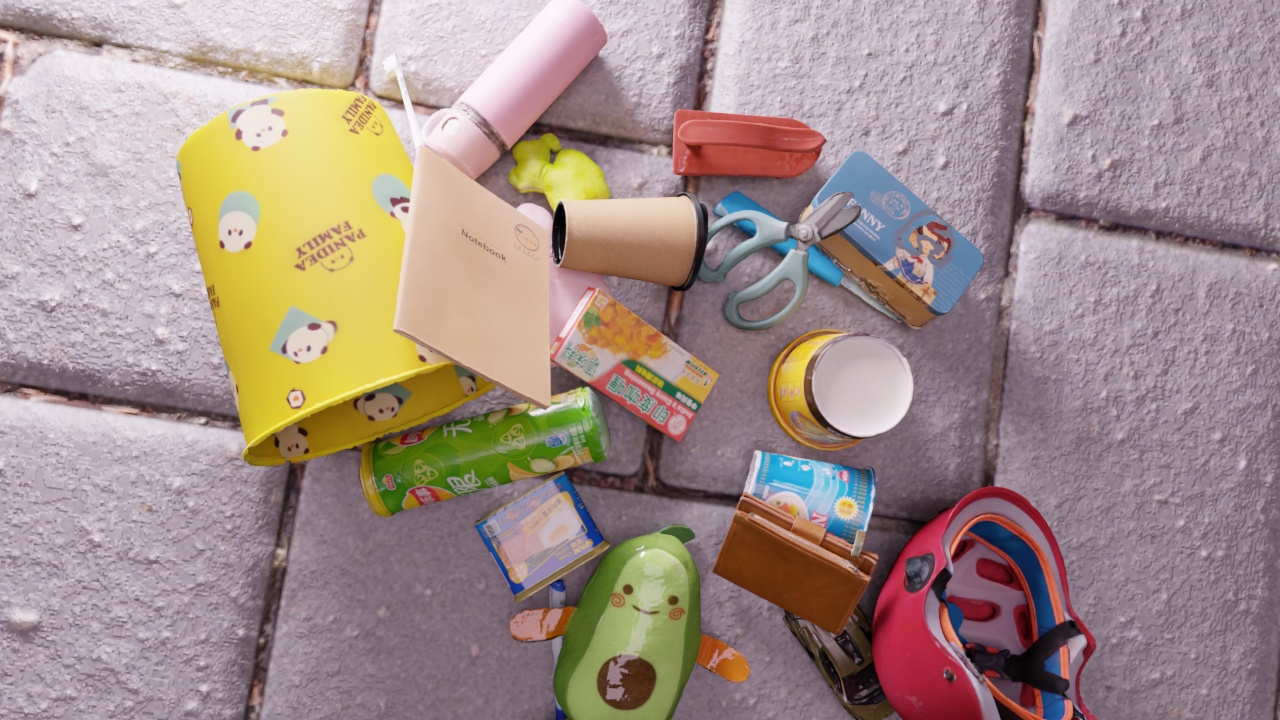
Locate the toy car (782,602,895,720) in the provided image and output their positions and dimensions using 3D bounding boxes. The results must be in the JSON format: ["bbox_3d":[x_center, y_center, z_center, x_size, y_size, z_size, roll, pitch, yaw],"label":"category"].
[{"bbox_3d":[0.198,0.276,0.879,0.070,0.042,0.158,-35,92,-6],"label":"toy car"}]

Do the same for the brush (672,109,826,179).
[{"bbox_3d":[0.105,-0.208,0.887,0.146,0.069,0.063,2,87,-5],"label":"brush"}]

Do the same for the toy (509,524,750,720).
[{"bbox_3d":[-0.010,0.269,0.837,0.227,0.090,0.246,15,89,-13],"label":"toy"}]

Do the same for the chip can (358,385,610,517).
[{"bbox_3d":[-0.138,0.082,0.833,0.221,0.072,0.072,-15,87,1],"label":"chip can"}]

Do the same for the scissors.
[{"bbox_3d":[0.141,-0.093,0.868,0.180,0.019,0.143,-21,94,25],"label":"scissors"}]

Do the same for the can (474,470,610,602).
[{"bbox_3d":[-0.092,0.162,0.854,0.102,0.057,0.083,-30,87,-7],"label":"can"}]

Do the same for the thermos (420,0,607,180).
[{"bbox_3d":[-0.126,-0.262,0.879,0.087,0.067,0.198,39,85,31],"label":"thermos"}]

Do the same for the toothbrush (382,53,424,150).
[{"bbox_3d":[-0.215,-0.220,0.855,0.016,0.016,0.180,-23,64,3],"label":"toothbrush"}]

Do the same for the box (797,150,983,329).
[{"bbox_3d":[0.236,-0.120,0.891,0.184,0.061,0.089,39,70,-3],"label":"box"}]

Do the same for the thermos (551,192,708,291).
[{"bbox_3d":[-0.007,-0.113,0.850,0.143,0.093,0.093,2,86,-17],"label":"thermos"}]

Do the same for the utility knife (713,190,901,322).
[{"bbox_3d":[0.171,-0.101,0.911,0.218,0.018,0.034,32,69,-2],"label":"utility knife"}]

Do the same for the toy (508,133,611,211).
[{"bbox_3d":[-0.076,-0.177,0.886,0.100,0.031,0.096,7,67,-8],"label":"toy"}]

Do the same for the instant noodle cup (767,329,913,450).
[{"bbox_3d":[0.189,0.025,0.857,0.118,0.114,0.118,0,85,-5],"label":"instant noodle cup"}]

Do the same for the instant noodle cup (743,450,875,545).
[{"bbox_3d":[0.152,0.133,0.862,0.110,0.099,0.099,15,85,4],"label":"instant noodle cup"}]

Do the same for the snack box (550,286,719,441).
[{"bbox_3d":[-0.005,0.005,0.856,0.155,0.027,0.077,34,84,-26],"label":"snack box"}]

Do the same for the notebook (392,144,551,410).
[{"bbox_3d":[-0.130,-0.071,0.751,0.147,0.008,0.207,32,39,-36],"label":"notebook"}]

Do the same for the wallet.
[{"bbox_3d":[0.137,0.181,0.823,0.131,0.035,0.119,25,127,14],"label":"wallet"}]

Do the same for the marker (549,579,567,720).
[{"bbox_3d":[-0.075,0.282,0.866,0.017,0.017,0.145,-3,87,-5],"label":"marker"}]

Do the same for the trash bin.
[{"bbox_3d":[-0.259,-0.069,0.780,0.229,0.230,0.255,-22,82,-6],"label":"trash bin"}]

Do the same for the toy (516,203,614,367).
[{"bbox_3d":[-0.094,-0.069,0.868,0.121,0.054,0.159,-25,86,-16],"label":"toy"}]

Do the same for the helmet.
[{"bbox_3d":[0.296,0.246,0.835,0.207,0.144,0.239,26,54,-24],"label":"helmet"}]
